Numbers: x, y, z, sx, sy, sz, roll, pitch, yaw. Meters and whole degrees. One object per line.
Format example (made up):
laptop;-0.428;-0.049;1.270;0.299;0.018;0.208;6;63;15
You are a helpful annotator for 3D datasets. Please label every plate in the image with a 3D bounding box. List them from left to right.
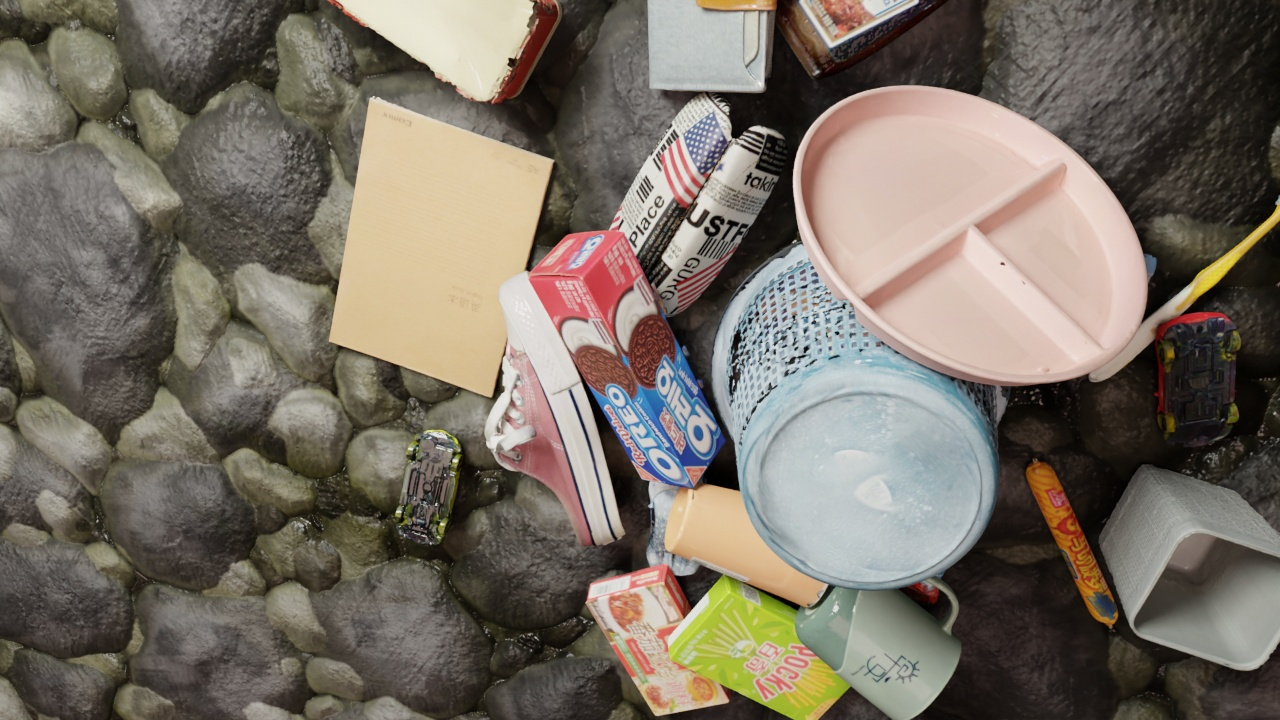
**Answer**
plate;0.201;-0.081;0.569;0.229;0.228;0.028;24;147;2

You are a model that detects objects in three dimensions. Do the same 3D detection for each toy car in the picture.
toy car;-0.184;0.111;0.810;0.048;0.032;0.105;14;102;6
toy car;0.030;0.135;0.774;0.049;0.031;0.106;4;110;9
toy car;0.392;0.015;0.650;0.049;0.031;0.106;-12;118;15

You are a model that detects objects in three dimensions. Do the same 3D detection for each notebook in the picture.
notebook;-0.165;-0.086;0.741;0.149;0.012;0.212;20;114;3

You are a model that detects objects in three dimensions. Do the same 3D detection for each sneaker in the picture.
sneaker;-0.081;0.051;0.728;0.088;0.118;0.241;-17;113;-4

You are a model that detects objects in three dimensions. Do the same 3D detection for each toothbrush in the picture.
toothbrush;0.385;-0.053;0.635;0.016;0.018;0.192;38;116;-2

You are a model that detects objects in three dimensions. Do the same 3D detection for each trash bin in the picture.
trash bin;0.148;0.042;0.623;0.227;0.194;0.227;4;111;11

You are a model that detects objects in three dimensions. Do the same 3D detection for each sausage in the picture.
sausage;0.338;0.144;0.717;0.021;0.021;0.165;-25;104;20

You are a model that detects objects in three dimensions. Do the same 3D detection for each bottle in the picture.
bottle;0.176;-0.263;0.582;0.195;0.044;0.080;-33;98;20

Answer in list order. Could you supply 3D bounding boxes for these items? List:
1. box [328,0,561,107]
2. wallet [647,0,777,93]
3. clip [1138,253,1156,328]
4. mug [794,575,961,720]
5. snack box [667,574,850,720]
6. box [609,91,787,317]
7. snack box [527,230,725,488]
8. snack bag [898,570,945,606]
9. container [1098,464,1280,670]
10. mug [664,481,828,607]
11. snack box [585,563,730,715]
box;-0.149;-0.254;0.635;0.168;0.078;0.091;34;113;-2
wallet;0.044;-0.243;0.600;0.107;0.036;0.130;17;117;41
clip;0.343;-0.047;0.643;0.025;0.035;0.058;7;111;7
mug;0.192;0.207;0.724;0.106;0.082;0.112;39;104;5
snack box;0.110;0.248;0.779;0.156;0.026;0.086;31;110;-18
box;0.031;-0.114;0.673;0.087;0.075;0.163;47;120;24
snack box;-0.004;0.004;0.680;0.057;0.058;0.207;4;133;40
snack bag;0.238;0.152;0.738;0.045;0.026;0.105;27;116;14
container;0.393;0.139;0.653;0.090;0.114;0.090;19;113;5
mug;0.085;0.141;0.727;0.122;0.078;0.078;18;114;-6
snack box;0.018;0.249;0.809;0.075;0.025;0.153;-17;116;18
